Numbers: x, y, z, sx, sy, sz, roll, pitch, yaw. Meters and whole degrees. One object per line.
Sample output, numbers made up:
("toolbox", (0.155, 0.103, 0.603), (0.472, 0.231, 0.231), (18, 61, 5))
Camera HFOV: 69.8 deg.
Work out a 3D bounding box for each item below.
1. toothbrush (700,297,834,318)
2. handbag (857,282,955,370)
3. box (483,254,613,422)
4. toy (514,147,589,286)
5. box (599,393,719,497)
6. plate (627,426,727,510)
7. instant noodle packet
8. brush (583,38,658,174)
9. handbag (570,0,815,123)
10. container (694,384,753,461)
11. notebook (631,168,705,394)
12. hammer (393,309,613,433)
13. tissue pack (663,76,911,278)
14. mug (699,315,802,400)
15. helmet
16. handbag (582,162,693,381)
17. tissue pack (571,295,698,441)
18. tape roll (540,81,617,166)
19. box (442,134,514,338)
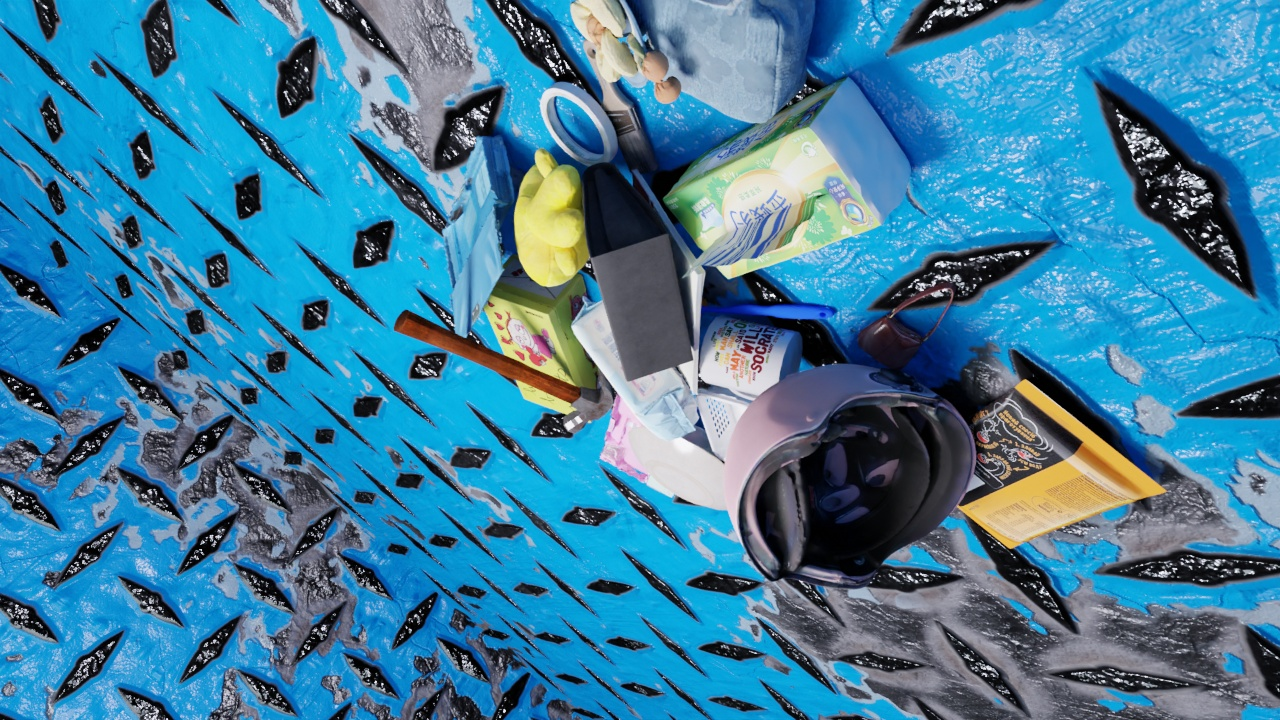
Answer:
("toothbrush", (0.124, -0.056, 0.979), (0.183, 0.018, 0.016), (5, 137, 39))
("handbag", (0.255, -0.037, 0.858), (0.055, 0.029, 0.120), (35, 144, 1))
("box", (-0.119, -0.024, 1.211), (0.124, 0.080, 0.221), (20, 145, 26))
("toy", (-0.087, -0.147, 0.961), (0.092, 0.134, 0.208), (-5, 179, -6))
("box", (0.028, 0.119, 1.296), (0.159, 0.035, 0.231), (30, 149, 8))
("plate", (0.059, 0.155, 1.237), (0.189, 0.027, 0.189), (28, 157, 13))
("instant noodle packet", (0.378, 0.113, 0.921), (0.160, 0.032, 0.221), (39, 150, 2))
("brush", (-0.021, -0.240, 0.877), (0.039, 0.012, 0.151), (11, 141, 38))
("handbag", (0.032, -0.252, 0.704), (0.192, 0.118, 0.122), (31, 150, 22))
("container", (0.123, 0.073, 1.116), (0.081, 0.049, 0.129), (15, 143, 33))
("notebook", (0.028, -0.077, 0.962), (0.209, 0.012, 0.153), (87, 158, -56))
("hammer", (-0.159, 0.008, 1.115), (0.300, 0.028, 0.111), (26, 133, -34))
("tissue pack", (0.106, -0.127, 0.771), (0.120, 0.141, 0.198), (45, 149, -13))
("mug", (0.121, 0.007, 0.996), (0.090, 0.073, 0.105), (14, 143, 24))
("helmet", (0.197, 0.103, 0.920), (0.152, 0.255, 0.230), (-124, 30, -58))
("handbag", (-0.021, -0.114, 0.927), (0.176, 0.072, 0.195), (75, 176, -49))
("tissue pack", (-0.006, 0.006, 1.086), (0.182, 0.070, 0.112), (52, 180, 26))
("tape roll", (-0.061, -0.234, 0.914), (0.093, 0.013, 0.093), (36, 156, 18))
("box", (-0.191, -0.129, 1.080), (0.232, 0.033, 0.174), (137, 126, -59))
